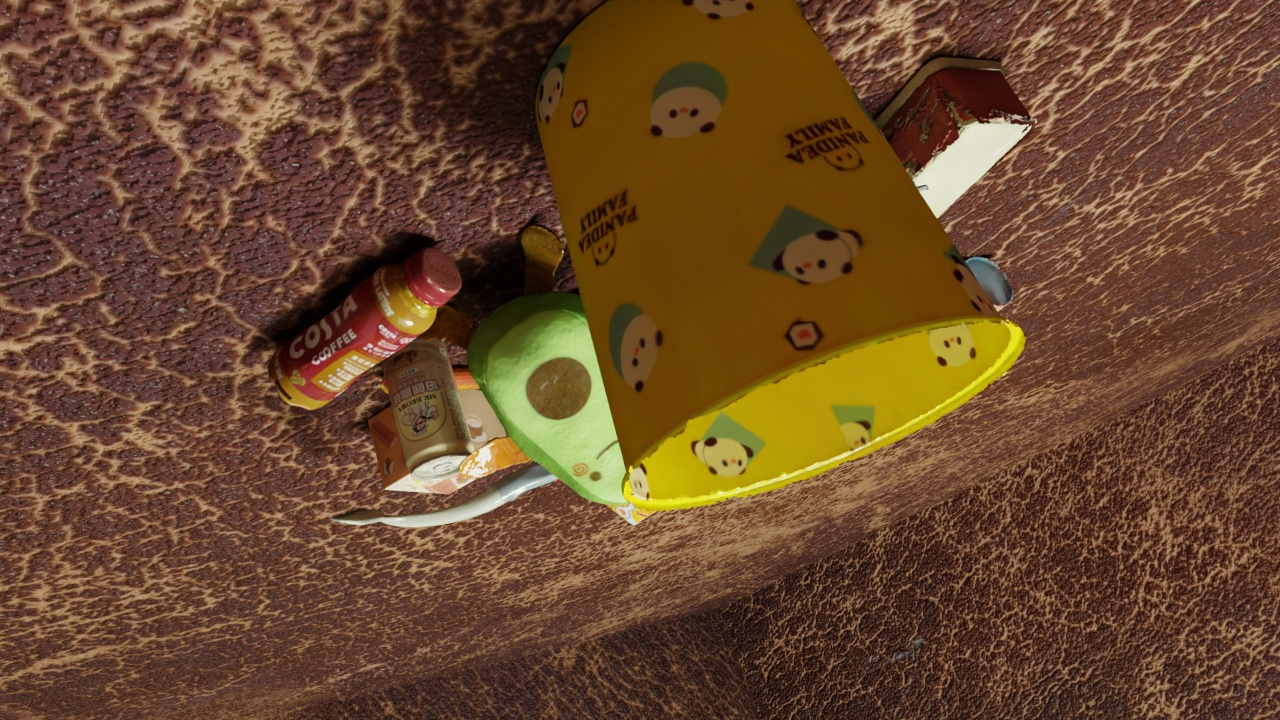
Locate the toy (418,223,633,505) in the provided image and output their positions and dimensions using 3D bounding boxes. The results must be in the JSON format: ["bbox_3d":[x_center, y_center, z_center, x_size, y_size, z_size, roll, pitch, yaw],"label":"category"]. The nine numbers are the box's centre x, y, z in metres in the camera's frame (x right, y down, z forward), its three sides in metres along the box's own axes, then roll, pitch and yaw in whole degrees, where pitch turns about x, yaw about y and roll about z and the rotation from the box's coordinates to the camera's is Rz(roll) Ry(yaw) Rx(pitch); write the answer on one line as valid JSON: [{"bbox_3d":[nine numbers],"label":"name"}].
[{"bbox_3d":[-0.060,0.021,0.733,0.227,0.247,0.089,-35,-165,14],"label":"toy"}]

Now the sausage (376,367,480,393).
[{"bbox_3d":[-0.172,0.018,0.875,0.164,0.021,0.022,-2,152,-36],"label":"sausage"}]

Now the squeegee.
[{"bbox_3d":[-0.140,0.118,0.838,0.246,0.039,0.247,-17,176,-14],"label":"squeegee"}]

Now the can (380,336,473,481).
[{"bbox_3d":[-0.184,0.041,0.793,0.058,0.116,0.059,-17,158,-7],"label":"can"}]

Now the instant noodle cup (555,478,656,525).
[{"bbox_3d":[-0.019,0.112,1.047,0.116,0.123,0.115,-39,-168,40],"label":"instant noodle cup"}]

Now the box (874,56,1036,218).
[{"bbox_3d":[0.224,-0.152,0.736,0.091,0.079,0.169,-8,155,-30],"label":"box"}]

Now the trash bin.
[{"bbox_3d":[0.058,-0.071,0.548,0.229,0.255,0.230,-18,158,-7],"label":"trash bin"}]

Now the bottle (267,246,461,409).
[{"bbox_3d":[-0.209,-0.025,0.696,0.175,0.057,0.057,-32,155,27],"label":"bottle"}]

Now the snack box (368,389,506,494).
[{"bbox_3d":[-0.201,0.080,0.922,0.095,0.077,0.092,-30,156,23],"label":"snack box"}]

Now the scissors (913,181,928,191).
[{"bbox_3d":[0.121,-0.112,0.743,0.194,0.015,0.206,-1,169,-7],"label":"scissors"}]

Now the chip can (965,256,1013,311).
[{"bbox_3d":[0.357,-0.040,1.126,0.071,0.071,0.215,-8,155,-27],"label":"chip can"}]
